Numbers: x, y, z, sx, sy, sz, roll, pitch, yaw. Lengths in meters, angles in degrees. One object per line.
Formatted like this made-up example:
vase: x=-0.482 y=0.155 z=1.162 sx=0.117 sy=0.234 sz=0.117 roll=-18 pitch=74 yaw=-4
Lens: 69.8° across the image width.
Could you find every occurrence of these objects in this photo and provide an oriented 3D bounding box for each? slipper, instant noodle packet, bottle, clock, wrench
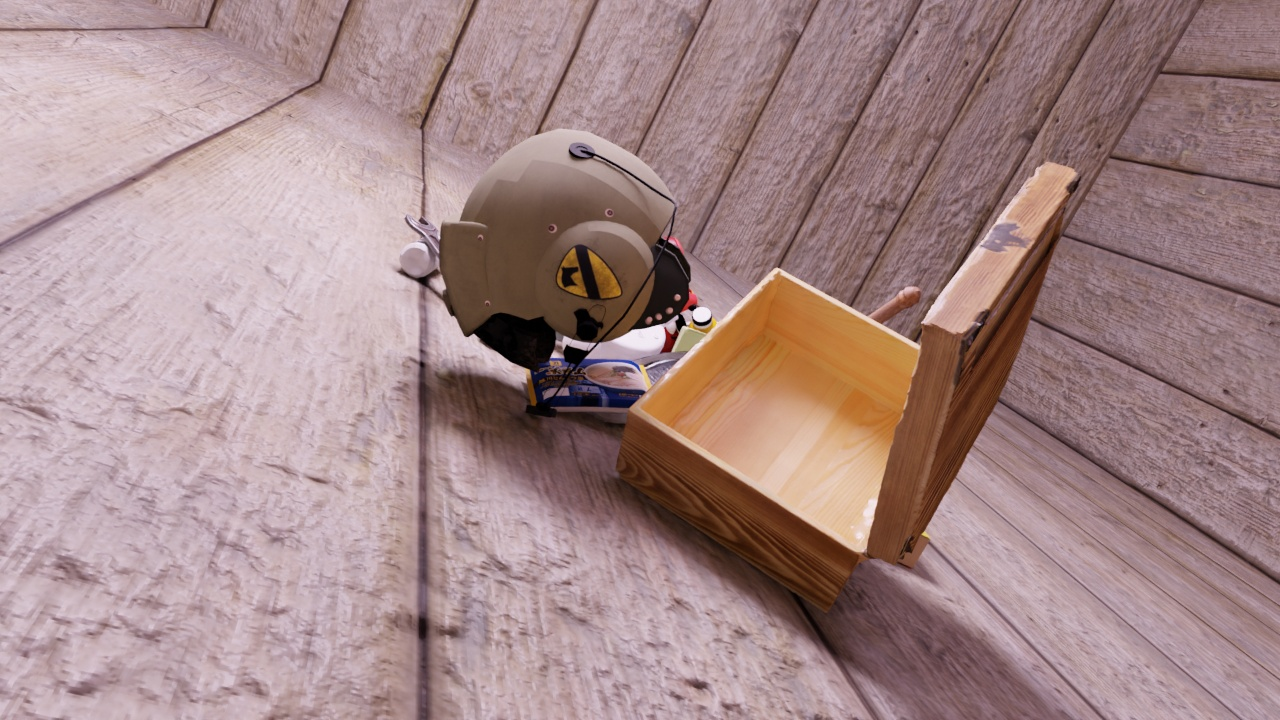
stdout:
slipper: x=0.028 y=0.043 z=1.077 sx=0.263 sy=0.063 sz=0.111 roll=-6 pitch=35 yaw=-46
instant noodle packet: x=-0.052 y=0.027 z=0.964 sx=0.134 sy=0.026 sz=0.087 roll=2 pitch=32 yaw=-16
bottle: x=0.095 y=-0.025 z=1.348 sx=0.043 sy=0.043 sz=0.144 roll=33 pitch=-23 yaw=26
bottle: x=-0.283 y=-0.141 z=1.215 sx=0.044 sy=0.044 sz=0.136 roll=25 pitch=12 yaw=-6
clock: x=-0.032 y=-0.041 z=1.177 sx=0.160 sy=0.073 sz=0.125 roll=7 pitch=40 yaw=-33
wrench: x=-0.219 y=-0.099 z=1.124 sx=0.070 sy=0.010 sz=0.273 roll=17 pitch=28 yaw=-54

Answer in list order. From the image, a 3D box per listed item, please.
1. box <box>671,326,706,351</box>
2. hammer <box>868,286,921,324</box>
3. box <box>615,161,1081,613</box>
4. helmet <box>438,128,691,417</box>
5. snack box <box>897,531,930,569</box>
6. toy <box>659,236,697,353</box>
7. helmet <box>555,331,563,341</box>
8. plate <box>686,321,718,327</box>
box: x=0.129 y=0.030 z=1.296 sx=0.187 sy=0.098 sz=0.082 roll=15 pitch=16 yaw=-32
hammer: x=0.238 y=-0.013 z=1.151 sx=0.162 sy=0.319 sz=0.082 roll=38 pitch=53 yaw=-8
box: x=0.194 y=-0.005 z=0.775 sx=0.286 sy=0.337 sz=0.278 roll=33 pitch=46 yaw=17
helmet: x=-0.076 y=-0.088 z=0.884 sx=0.233 sy=0.256 sz=0.250 roll=30 pitch=11 yaw=-2
snack box: x=0.248 y=0.174 z=1.035 sx=0.126 sy=0.040 sz=0.088 roll=25 pitch=13 yaw=-9
toy: x=0.021 y=-0.085 z=1.342 sx=0.121 sy=0.197 sz=0.158 roll=-14 pitch=-4 yaw=20
helmet: x=-0.131 y=-0.143 z=1.287 sx=0.226 sy=0.154 sz=0.267 roll=15 pitch=33 yaw=-44
plate: x=0.088 y=-0.046 z=1.473 sx=0.134 sy=0.011 sz=0.135 roll=-4 pitch=-14 yaw=-1
